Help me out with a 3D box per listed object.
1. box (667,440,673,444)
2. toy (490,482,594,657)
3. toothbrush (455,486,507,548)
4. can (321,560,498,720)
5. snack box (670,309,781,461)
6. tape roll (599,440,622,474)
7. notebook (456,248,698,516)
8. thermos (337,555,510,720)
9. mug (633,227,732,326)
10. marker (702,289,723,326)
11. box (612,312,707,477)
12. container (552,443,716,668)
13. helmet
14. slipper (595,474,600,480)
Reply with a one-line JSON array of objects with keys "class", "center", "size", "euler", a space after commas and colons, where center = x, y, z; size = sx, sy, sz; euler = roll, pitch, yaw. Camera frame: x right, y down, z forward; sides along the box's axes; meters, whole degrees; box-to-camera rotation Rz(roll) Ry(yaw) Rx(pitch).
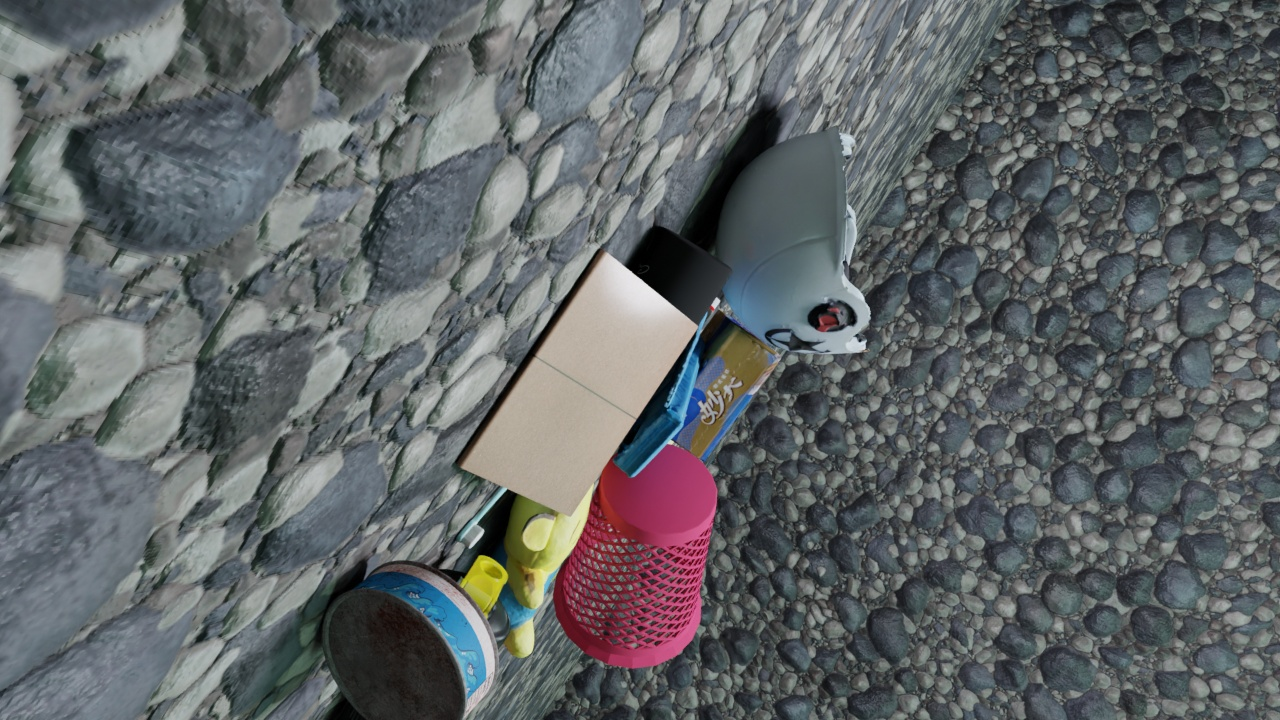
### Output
[{"class": "box", "center": [0.016, 0.081, 1.284], "size": [0.187, 0.091, 0.077], "euler": [-51, 136, -19]}, {"class": "toy", "center": [-0.110, 0.193, 0.981], "size": [0.148, 0.084, 0.214], "euler": [-78, -171, -57]}, {"class": "toothbrush", "center": [-0.118, 0.110, 0.905], "size": [0.180, 0.016, 0.016], "euler": [-52, 166, -25]}, {"class": "can", "center": [-0.172, 0.217, 0.684], "size": [0.044, 0.130, 0.130], "euler": [-37, 158, -58]}, {"class": "snack box", "center": [0.089, 0.024, 1.149], "size": [0.155, 0.069, 0.202], "euler": [-53, -174, 7]}, {"class": "tape roll", "center": [-0.037, 0.092, 1.101], "size": [0.093, 0.018, 0.094], "euler": [-48, 146, -49]}, {"class": "notebook", "center": [-0.048, 0.026, 0.788], "size": [0.141, 0.008, 0.209], "euler": [35, 89, -45]}, {"class": "thermos", "center": [-0.204, 0.287, 0.853], "size": [0.221, 0.098, 0.098], "euler": [-53, 169, 10]}, {"class": "mug", "center": [0.029, -0.074, 0.880], "size": [0.088, 0.078, 0.113], "euler": [-58, -165, 10]}, {"class": "marker", "center": [0.080, -0.057, 1.245], "size": [0.145, 0.019, 0.019], "euler": [-55, 168, -5]}, {"class": "box", "center": [0.044, 0.011, 1.002], "size": [0.177, 0.047, 0.231], "euler": [-58, -177, 25]}, {"class": "container", "center": [0.003, 0.213, 1.055], "size": [0.182, 0.183, 0.226], "euler": [-46, 157, -42]}, {"class": "helmet", "center": [0.162, -0.127, 1.004], "size": [0.264, 0.164, 0.236], "euler": [63, 25, -63]}, {"class": "slipper", "center": [-0.090, 0.190, 1.150], "size": [0.272, 0.054, 0.114], "euler": [-55, 162, -19]}]
